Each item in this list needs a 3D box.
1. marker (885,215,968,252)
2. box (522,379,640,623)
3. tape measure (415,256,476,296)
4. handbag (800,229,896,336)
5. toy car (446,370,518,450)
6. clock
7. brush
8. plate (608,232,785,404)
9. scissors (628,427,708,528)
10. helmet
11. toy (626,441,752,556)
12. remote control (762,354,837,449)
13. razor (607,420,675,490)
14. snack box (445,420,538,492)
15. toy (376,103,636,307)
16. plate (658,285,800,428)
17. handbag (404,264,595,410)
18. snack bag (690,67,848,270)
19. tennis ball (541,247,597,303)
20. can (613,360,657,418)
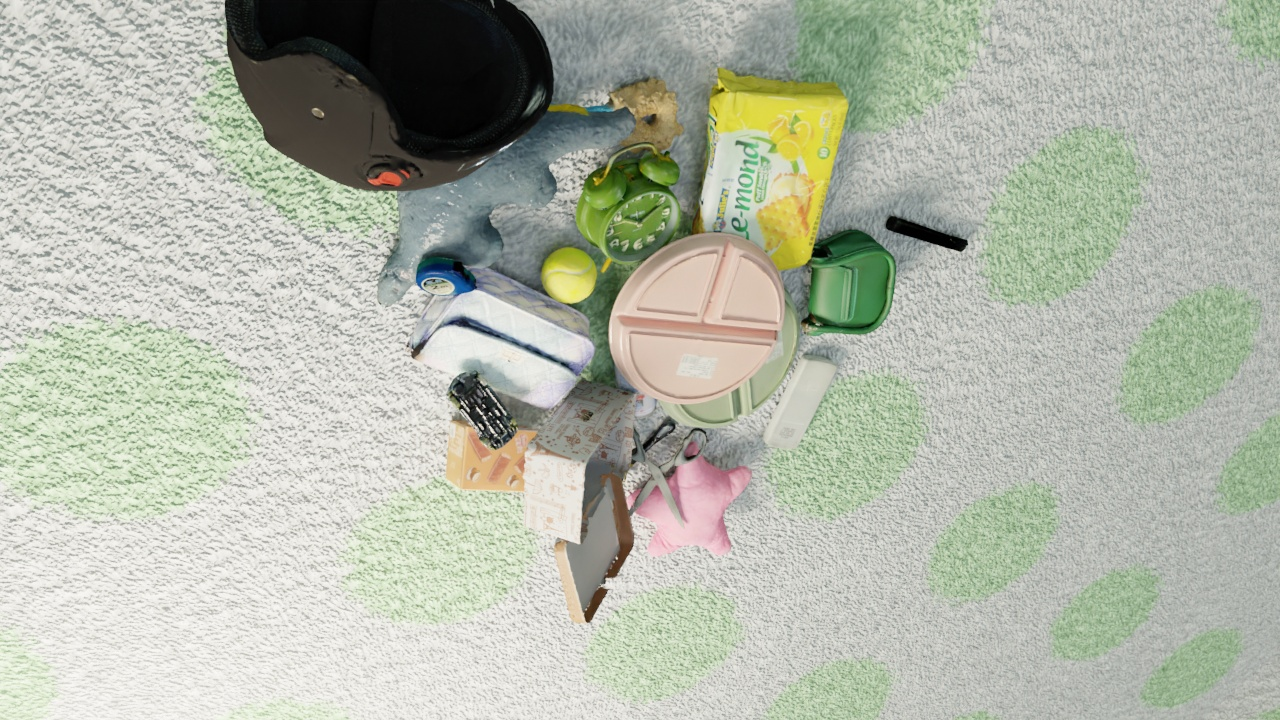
[{"bbox_3d":[0.386,-0.169,1.231,0.132,0.022,0.020,12,79,-26],"label":"marker"},{"bbox_3d":[-0.071,0.179,1.162,0.088,0.177,0.263,13,122,16],"label":"box"},{"bbox_3d":[-0.210,-0.090,0.974,0.058,0.025,0.054,-8,152,18],"label":"tape measure"},{"bbox_3d":[0.266,-0.097,1.202,0.120,0.068,0.131,-15,125,-14],"label":"handbag"},{"bbox_3d":[-0.185,0.057,1.067,0.048,0.031,0.105,-41,118,-18],"label":"toy car"},{"bbox_3d":[-0.010,-0.177,1.032,0.116,0.056,0.161,-24,143,-18],"label":"clock"},{"bbox_3d":[-0.073,-0.269,0.994,0.254,0.045,0.083,-1,125,-15],"label":"brush"},{"bbox_3d":[0.075,-0.043,1.107,0.229,0.028,0.230,-10,123,-16],"label":"plate"},{"bbox_3d":[0.029,0.156,1.261,0.159,0.014,0.177,-24,103,9],"label":"scissors"},{"bbox_3d":[-0.223,-0.261,0.813,0.274,0.233,0.231,24,155,-17],"label":"helmet"},{"bbox_3d":[0.064,0.200,1.312,0.178,0.074,0.195,5,115,-11],"label":"toy"},{"bbox_3d":[0.227,0.061,1.315,0.058,0.021,0.150,11,116,-26],"label":"remote control"},{"bbox_3d":[-0.005,0.132,1.274,0.143,0.022,0.042,-44,99,8],"label":"razor"},{"bbox_3d":[-0.184,0.118,1.140,0.094,0.093,0.077,5,89,-23],"label":"snack box"},{"bbox_3d":[-0.176,-0.181,0.969,0.357,0.091,0.138,-36,131,15],"label":"toy"},{"bbox_3d":[0.119,-0.009,1.200,0.229,0.027,0.231,-16,125,-25],"label":"plate"},{"bbox_3d":[-0.159,-0.022,1.083,0.193,0.075,0.134,24,124,-29],"label":"handbag"},{"bbox_3d":[0.142,-0.216,1.083,0.158,0.068,0.247,-3,122,-18],"label":"snack bag"},{"bbox_3d":[-0.083,-0.100,1.074,0.065,0.065,0.066,-9,123,-15],"label":"tennis ball"},{"bbox_3d":[-0.007,0.007,1.175,0.053,0.053,0.135,-12,124,-13],"label":"can"}]
